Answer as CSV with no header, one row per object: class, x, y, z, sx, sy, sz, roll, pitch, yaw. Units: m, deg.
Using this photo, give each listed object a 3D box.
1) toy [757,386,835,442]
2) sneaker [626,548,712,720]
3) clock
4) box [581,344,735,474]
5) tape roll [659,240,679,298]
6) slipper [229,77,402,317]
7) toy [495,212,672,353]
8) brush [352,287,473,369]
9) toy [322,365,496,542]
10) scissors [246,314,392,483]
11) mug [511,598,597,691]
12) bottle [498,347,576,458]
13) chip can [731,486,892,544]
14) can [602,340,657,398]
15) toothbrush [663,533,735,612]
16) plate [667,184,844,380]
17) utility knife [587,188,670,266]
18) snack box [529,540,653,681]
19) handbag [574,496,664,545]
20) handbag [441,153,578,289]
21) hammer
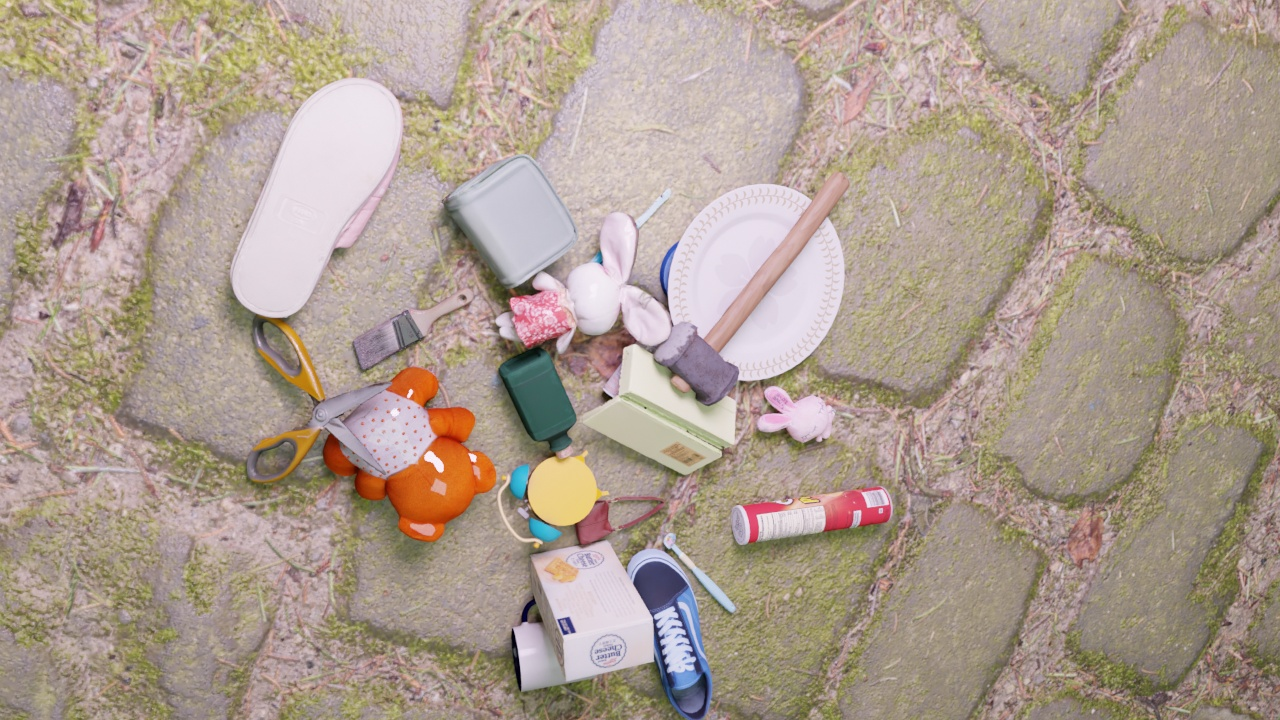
toy,0.206,0.074,1.195,0.110,0.047,0.063,13,91,-16
sneaker,0.050,0.363,1.197,0.083,0.098,0.241,-19,109,-11
clock,-0.109,0.165,1.119,0.129,0.044,0.099,-26,87,-17
box,0.034,0.069,1.116,0.188,0.066,0.127,32,96,-35
tape roll,0.070,-0.107,1.123,0.093,0.016,0.091,-7,106,-14
slipper,-0.342,-0.171,0.967,0.114,0.054,0.274,30,92,-21
toy,-0.071,-0.064,1.048,0.194,0.084,0.159,-23,98,4
brush,-0.258,-0.041,1.047,0.151,0.012,0.039,-29,110,-7
toy,-0.259,0.112,1.053,0.163,0.093,0.172,-42,99,-5
scissors,-0.368,0.058,1.004,0.225,0.016,0.230,47,109,5
mug,-0.112,0.354,1.166,0.096,0.079,0.111,-6,78,-15
bottle,-0.114,0.057,1.088,0.061,0.061,0.131,-26,110,-11
chip can,0.232,0.207,1.234,0.214,0.052,0.052,-5,105,-15
can,-0.007,0.007,1.122,0.032,0.032,0.095,35,93,-21
toothbrush,0.081,0.288,1.231,0.155,0.016,0.022,50,49,-21
plate,0.143,-0.094,1.130,0.242,0.016,0.243,-5,105,-20
utility knife,-0.022,-0.146,1.086,0.022,0.015,0.162,42,90,-23
snack box,-0.062,0.289,1.086,0.104,0.208,0.057,-8,106,-15
handbag,-0.025,0.196,1.173,0.119,0.029,0.055,-12,103,-18
handbag,-0.144,-0.157,1.020,0.106,0.067,0.122,-39,112,-13
hammer,0.146,-0.094,1.100,0.098,0.052,0.328,42,83,-25
